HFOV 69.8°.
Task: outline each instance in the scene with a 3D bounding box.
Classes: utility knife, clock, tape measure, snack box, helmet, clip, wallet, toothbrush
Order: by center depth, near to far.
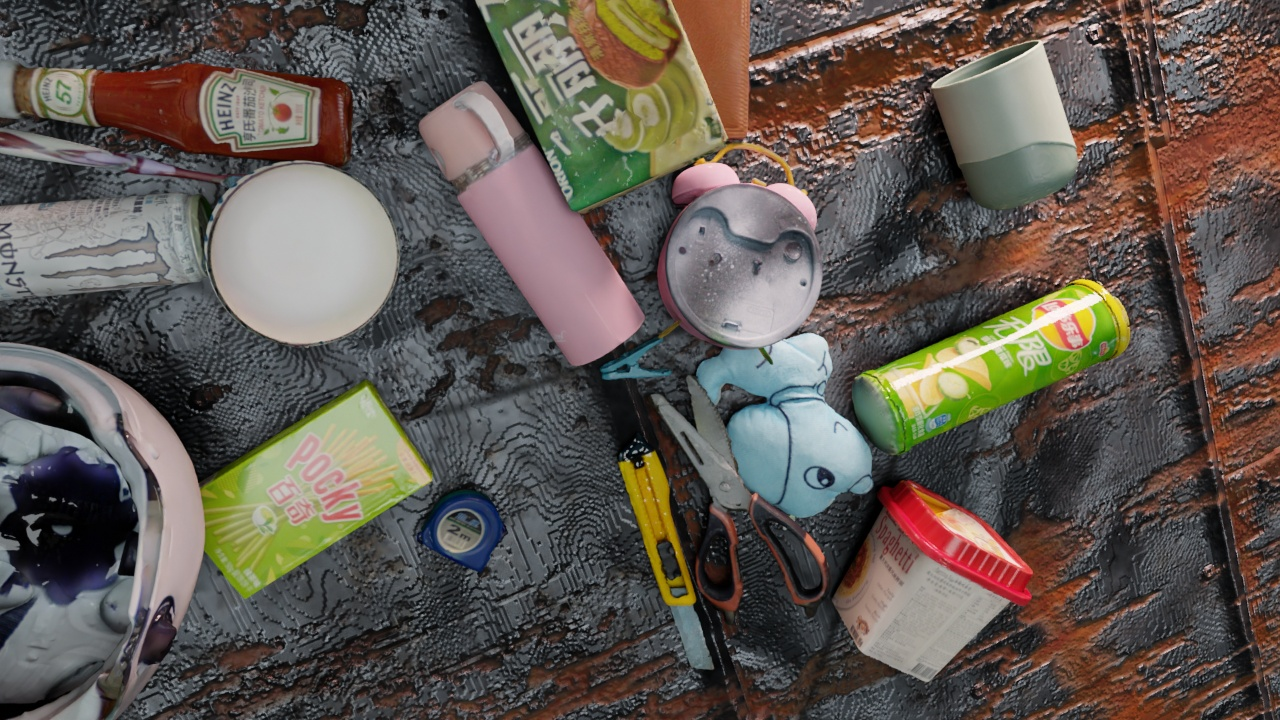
[{"bbox_3d":[-0.372,0.120,0.554,0.229,0.146,0.258,5,88,0],"label":"helmet"},{"bbox_3d":[-0.335,-0.128,0.591,0.187,0.017,0.016,9,97,-16],"label":"toothbrush"},{"bbox_3d":[-0.039,-0.227,0.597,0.114,0.063,0.240,-22,100,10],"label":"snack box"},{"bbox_3d":[-0.237,0.091,0.652,0.156,0.026,0.086,-32,107,-7],"label":"snack box"},{"bbox_3d":[0.030,-0.220,0.660,0.101,0.032,0.124,-3,102,-16],"label":"wallet"},{"bbox_3d":[0.071,-0.083,0.671,0.117,0.060,0.158,13,85,-12],"label":"clock"},{"bbox_3d":[-0.131,0.125,0.685,0.058,0.025,0.054,32,90,-21],"label":"tape measure"},{"bbox_3d":[-0.005,0.002,0.700,0.055,0.013,0.034,-19,103,-9],"label":"clip"},{"bbox_3d":[0.024,0.159,0.736,0.033,0.015,0.218,-19,105,-7],"label":"utility knife"}]

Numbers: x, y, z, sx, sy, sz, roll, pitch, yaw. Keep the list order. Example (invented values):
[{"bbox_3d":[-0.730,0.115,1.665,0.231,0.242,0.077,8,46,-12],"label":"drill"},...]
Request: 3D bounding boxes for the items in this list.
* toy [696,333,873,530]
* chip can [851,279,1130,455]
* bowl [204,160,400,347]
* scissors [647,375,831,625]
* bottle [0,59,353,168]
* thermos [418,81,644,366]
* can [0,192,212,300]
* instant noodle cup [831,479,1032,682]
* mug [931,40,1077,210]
[{"bbox_3d":[0.115,0.053,0.721,0.161,0.049,0.156,15,100,-4],"label":"toy"},{"bbox_3d":[0.279,0.006,0.741,0.221,0.072,0.072,-22,105,-9],"label":"chip can"},{"bbox_3d":[-0.223,-0.072,0.597,0.116,0.066,0.116,-9,108,-30],"label":"bowl"},{"bbox_3d":[0.068,0.119,0.720,0.197,0.015,0.214,22,114,4],"label":"scissors"},{"bbox_3d":[-0.288,-0.159,0.575,0.206,0.060,0.060,3,99,-15],"label":"bottle"},{"bbox_3d":[-0.071,-0.093,0.628,0.067,0.087,0.198,-38,108,-19],"label":"thermos"},{"bbox_3d":[-0.349,-0.072,0.577,0.146,0.058,0.058,-7,102,-13],"label":"can"},{"bbox_3d":[0.229,0.181,0.747,0.116,0.116,0.124,28,104,-17],"label":"instant noodle cup"},{"bbox_3d":[0.289,-0.184,0.710,0.111,0.082,0.106,-39,109,-38],"label":"mug"}]
